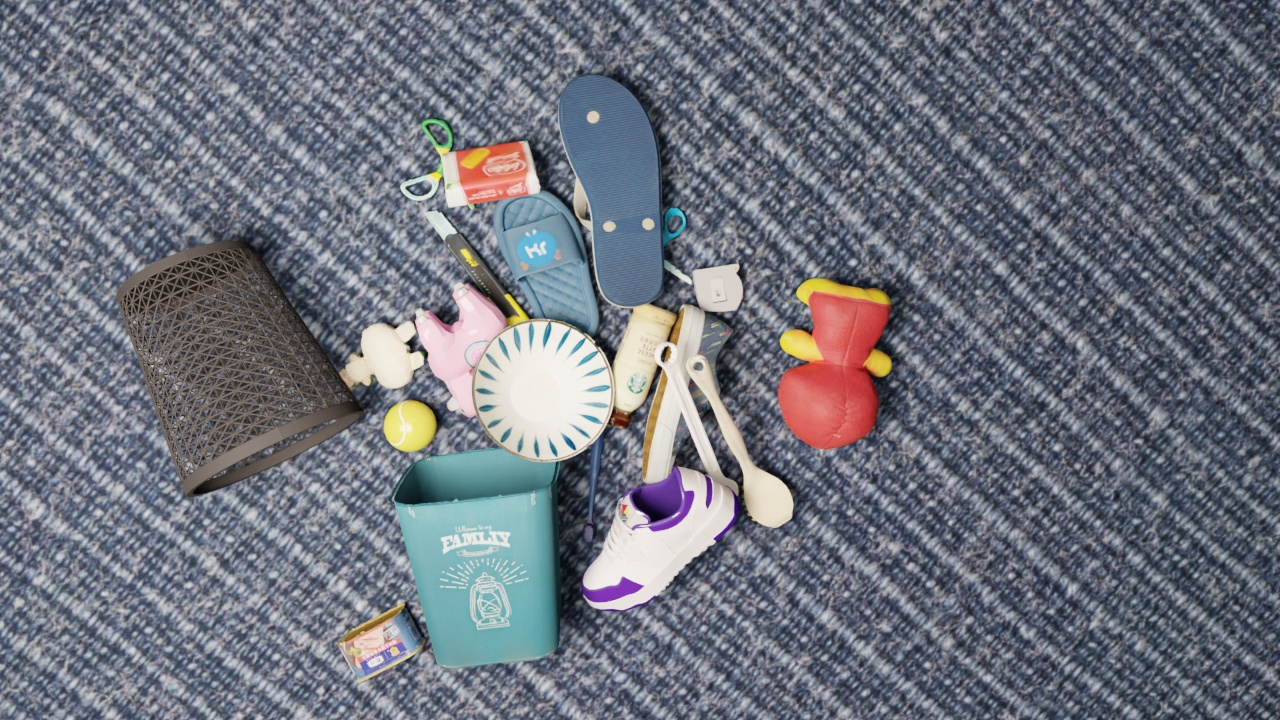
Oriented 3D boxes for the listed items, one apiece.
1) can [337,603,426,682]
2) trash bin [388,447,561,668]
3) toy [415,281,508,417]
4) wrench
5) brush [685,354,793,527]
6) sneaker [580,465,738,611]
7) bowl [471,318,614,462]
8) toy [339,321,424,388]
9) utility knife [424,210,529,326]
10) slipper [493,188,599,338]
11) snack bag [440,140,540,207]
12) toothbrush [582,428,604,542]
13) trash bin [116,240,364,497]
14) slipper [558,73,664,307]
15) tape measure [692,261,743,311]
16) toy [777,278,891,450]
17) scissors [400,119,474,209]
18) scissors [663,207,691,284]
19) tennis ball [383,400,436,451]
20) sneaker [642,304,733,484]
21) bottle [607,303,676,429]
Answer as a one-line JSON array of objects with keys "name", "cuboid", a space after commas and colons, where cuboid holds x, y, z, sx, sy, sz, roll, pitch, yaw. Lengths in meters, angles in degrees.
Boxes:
[{"name": "can", "cuboid": [-0.339, 0.369, 1.200, 0.100, 0.054, 0.059, -28, 94, 1]}, {"name": "trash bin", "cuboid": [-0.185, 0.238, 1.131, 0.196, 0.199, 0.219, -6, 102, -1]}, {"name": "toy", "cuboid": [-0.216, -0.010, 1.157, 0.123, 0.067, 0.157, -34, 112, -6]}, {"name": "wrench", "cuboid": [0.071, 0.089, 1.143, 0.047, 0.009, 0.273, -39, 124, -24]}, {"name": "brush", "cuboid": [0.120, 0.103, 1.149, 0.062, 0.077, 0.272, -37, 116, -17]}, {"name": "sneaker", "cuboid": [-0.001, 0.219, 1.142, 0.244, 0.091, 0.111, -41, 123, 15]}, {"name": "bowl", "cuboid": [-0.127, 0.041, 1.151, 0.177, 0.071, 0.177, 3, 80, -16]}, {"name": "toy", "cuboid": [-0.325, -0.005, 1.169, 0.112, 0.050, 0.087, -29, 90, 10]}, {"name": "utility knife", "cuboid": [-0.208, -0.113, 1.178, 0.029, 0.020, 0.203, -39, 94, 0]}, {"name": "slipper", "cuboid": [-0.112, -0.118, 1.160, 0.104, 0.059, 0.214, -22, 97, -2]}, {"name": "snack bag", "cuboid": [-0.187, -0.232, 1.135, 0.116, 0.036, 0.077, -11, 52, -7]}, {"name": "toothbrush", "cuboid": [-0.060, 0.146, 1.204, 0.016, 0.017, 0.190, 5, 95, -2]}, {"name": "trash bin", "cuboid": [-0.487, 0.003, 1.095, 0.217, 0.217, 0.243, -28, 88, 1]}, {"name": "slipper", "cuboid": [-0.029, -0.211, 1.153, 0.118, 0.060, 0.295, -10, 90, -4]}, {"name": "tape measure", "cuboid": [0.101, -0.093, 1.184, 0.060, 0.020, 0.062, -9, 95, 0]}, {"name": "toy", "cuboid": [0.247, 0.007, 1.162, 0.147, 0.098, 0.216, 10, 90, 5]}, {"name": "scissors", "cuboid": [-0.250, -0.245, 1.168, 0.131, 0.011, 0.125, -31, 96, -1]}, {"name": "scissors", "cuboid": [0.010, -0.140, 1.184, 0.133, 0.014, 0.127, 14, 99, -6]}, {"name": "tennis ball", "cuboid": [-0.293, 0.084, 1.169, 0.065, 0.065, 0.065, 0, 95, -1]}, {"name": "sneaker", "cuboid": [0.061, 0.050, 1.168, 0.079, 0.087, 0.235, 14, 91, -8]}, {"name": "bottle", "cuboid": [-0.007, 0.007, 1.173, 0.056, 0.056, 0.162, 20, 94, -3]}]
